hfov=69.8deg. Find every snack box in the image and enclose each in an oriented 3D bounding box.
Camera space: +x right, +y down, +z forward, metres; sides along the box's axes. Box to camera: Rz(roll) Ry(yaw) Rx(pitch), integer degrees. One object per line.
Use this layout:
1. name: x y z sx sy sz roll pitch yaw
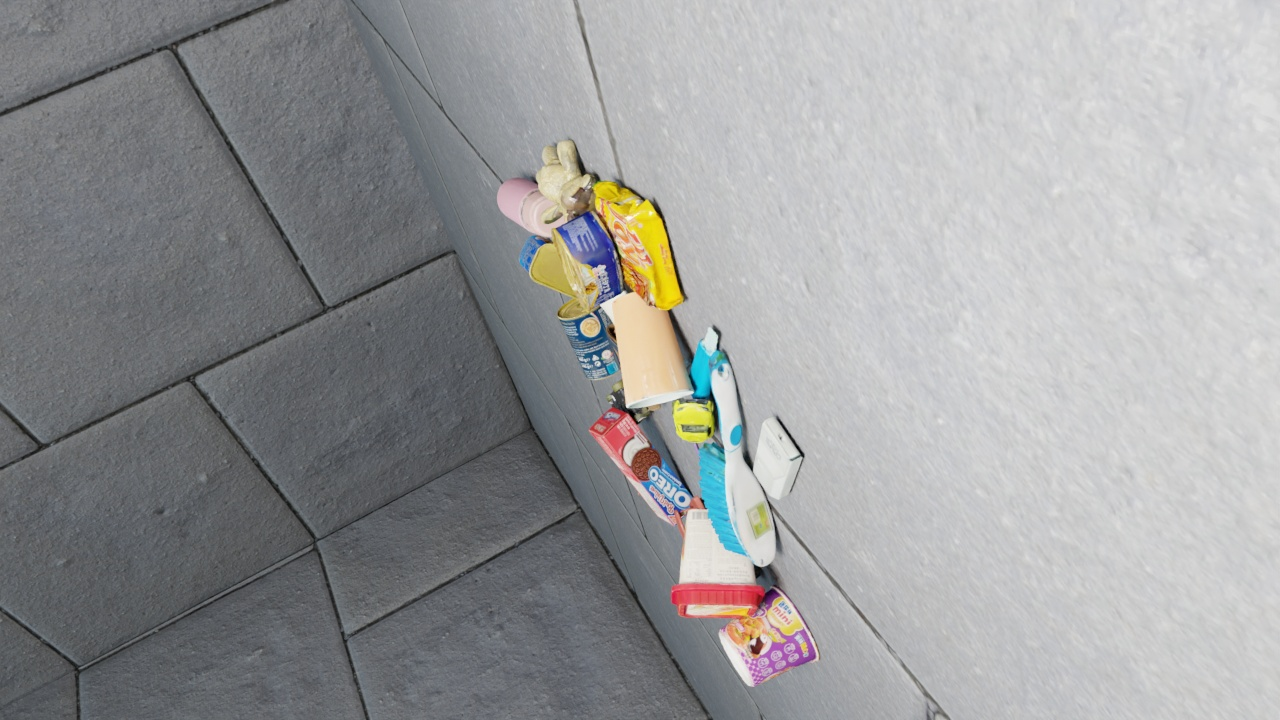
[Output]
1. snack box: 0.005 0.167 1.431 0.207 0.057 0.058 54 162 -24

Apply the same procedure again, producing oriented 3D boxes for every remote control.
1. remote control: 0.135 0.101 0.918 0.049 0.024 0.125 56 166 24

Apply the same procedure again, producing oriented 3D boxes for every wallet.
1. wallet: -0.008 0.008 1.303 0.115 0.033 0.090 67 170 -26

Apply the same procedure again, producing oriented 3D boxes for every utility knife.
1. utility knife: 0.070 0.005 0.994 0.034 0.018 0.182 61 168 19

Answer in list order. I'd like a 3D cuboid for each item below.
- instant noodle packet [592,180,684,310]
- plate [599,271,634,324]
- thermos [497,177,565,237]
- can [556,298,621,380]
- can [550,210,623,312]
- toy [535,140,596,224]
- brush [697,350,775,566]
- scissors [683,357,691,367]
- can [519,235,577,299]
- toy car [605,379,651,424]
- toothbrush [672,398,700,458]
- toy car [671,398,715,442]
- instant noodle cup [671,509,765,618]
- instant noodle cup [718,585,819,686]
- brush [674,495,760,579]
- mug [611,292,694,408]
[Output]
1. instant noodle packet: -0.003 -0.121 0.963 0.111 0.044 0.128 41 156 52
2. plate: -0.036 -0.106 1.156 0.163 0.034 0.164 55 167 29
3. thermos: -0.148 -0.215 1.330 0.087 0.067 0.198 44 177 -28
4. can: -0.068 -0.035 1.352 0.075 0.075 0.111 41 156 61
5. can: -0.057 -0.108 1.009 0.074 0.049 0.148 60 173 19
6. toy: -0.092 -0.214 1.110 0.105 0.066 0.157 -65 32 20
7. brush: 0.101 0.111 1.034 0.109 0.060 0.315 32 145 58
8. scissors: 0.044 0.009 1.126 0.133 0.017 0.134 57 164 8
9. can: -0.114 -0.132 1.289 0.102 0.057 0.083 21 -170 -25
10. toy car: -0.018 0.068 1.450 0.070 0.042 0.158 58 164 5
11. toothbrush: 0.052 0.068 1.224 0.189 0.016 0.014 67 173 -29
12. toy car: 0.062 0.072 1.070 0.105 0.048 0.032 76 -164 -65
13. instant noodle cup: 0.098 0.262 1.186 0.116 0.116 0.124 87 -176 -66
14. instant noodle cup: 0.165 0.372 1.218 0.111 0.099 0.112 57 166 23
15. brush: 0.107 0.260 1.285 0.145 0.069 0.063 59 169 14
16. mug: 0.009 -0.014 1.037 0.078 0.078 0.122 122 136 -77
